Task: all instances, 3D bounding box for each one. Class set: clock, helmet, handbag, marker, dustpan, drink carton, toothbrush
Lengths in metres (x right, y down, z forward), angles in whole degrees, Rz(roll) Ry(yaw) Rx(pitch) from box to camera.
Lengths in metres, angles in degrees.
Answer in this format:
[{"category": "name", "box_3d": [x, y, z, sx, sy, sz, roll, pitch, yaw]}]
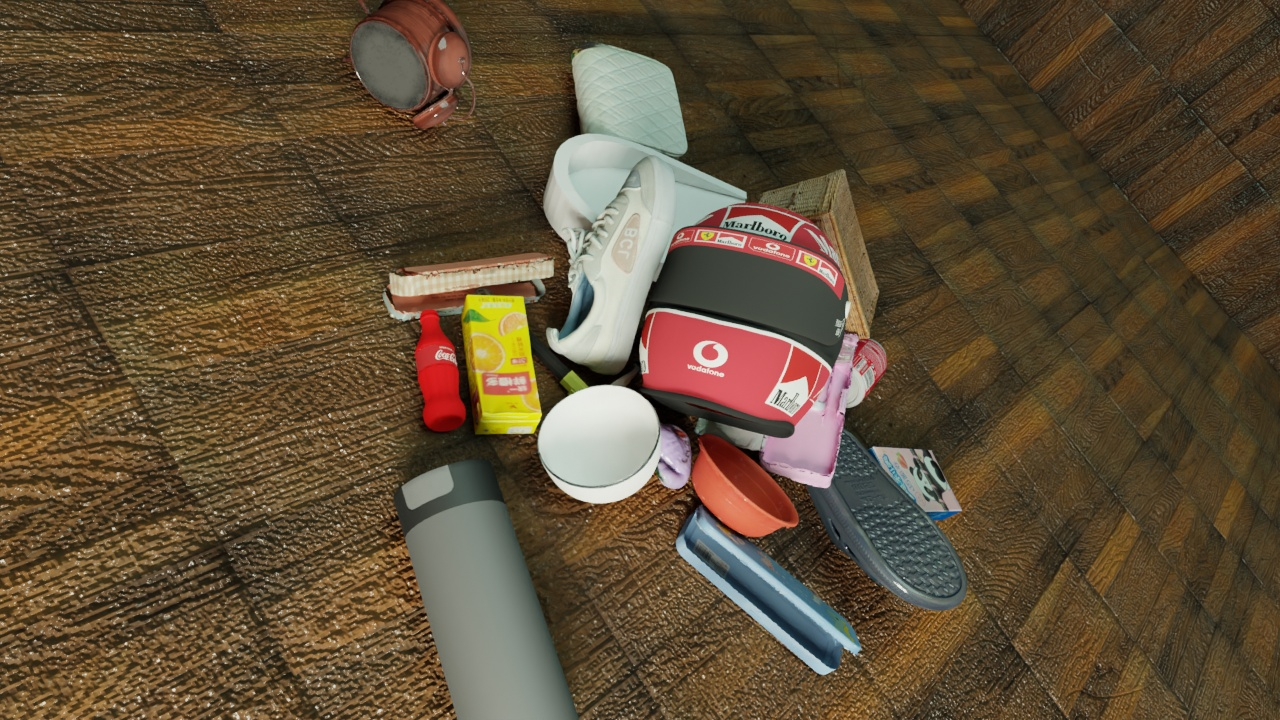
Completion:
[{"category": "clock", "box_3d": [-0.239, -0.322, 0.990, 0.157, 0.121, 0.072, 35, 48, 1]}, {"category": "helmet", "box_3d": [0.107, -0.047, 0.926, 0.198, 0.271, 0.224, 14, 84, 15]}, {"category": "handbag", "box_3d": [-0.021, -0.327, 1.215, 0.138, 0.073, 0.194, 10, 52, -24]}, {"category": "marker", "box_3d": [-0.085, 0.008, 0.924, 0.124, 0.018, 0.021, 45, 40, 2]}, {"category": "dustpan", "box_3d": [0.017, -0.182, 1.087, 0.257, 0.053, 0.191, 13, 50, -12]}, {"category": "drink carton", "box_3d": [-0.133, 0.004, 0.863, 0.058, 0.043, 0.134, 0, 56, -21]}, {"category": "toothbrush", "box_3d": [-0.006, 0.006, 0.979, 0.017, 0.016, 0.188, 36, 32, 6]}]

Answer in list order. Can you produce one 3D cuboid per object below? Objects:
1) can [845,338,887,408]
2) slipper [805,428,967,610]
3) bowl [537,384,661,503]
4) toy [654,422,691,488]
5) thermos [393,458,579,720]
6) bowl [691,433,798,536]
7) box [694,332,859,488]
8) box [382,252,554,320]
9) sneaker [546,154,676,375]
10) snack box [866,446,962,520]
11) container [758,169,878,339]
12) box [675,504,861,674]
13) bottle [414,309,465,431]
[{"category": "can", "box_3d": [0.276, 0.014, 1.185, 0.064, 0.064, 0.104, 49, 41, 4]}, {"category": "slipper", "box_3d": [0.245, 0.181, 1.023, 0.110, 0.083, 0.268, -2, 41, -29]}, {"category": "bowl", "box_3d": [-0.034, 0.085, 0.851, 0.113, 0.063, 0.113, -5, 51, 6]}, {"category": "toy", "box_3d": [0.011, 0.086, 0.926, 0.099, 0.037, 0.080, 25, 45, -25]}, {"category": "thermos", "box_3d": [-0.116, 0.196, 0.693, 0.082, 0.082, 0.240, -2, 59, -41]}, {"category": "bowl", "box_3d": [0.097, 0.134, 0.930, 0.130, 0.045, 0.130, 37, 14, -11]}, {"category": "box", "box_3d": [0.161, 0.034, 1.068, 0.159, 0.035, 0.229, 16, 47, 7]}, {"category": "box", "box_3d": [-0.170, -0.072, 0.913, 0.187, 0.064, 0.056, -12, 30, -42]}, {"category": "sneaker", "box_3d": [-0.034, -0.111, 0.952, 0.090, 0.090, 0.242, 21, 79, -25]}, {"category": "snack box", "box_3d": [0.330, 0.153, 1.126, 0.154, 0.033, 0.088, 9, 52, -45]}, {"category": "container", "box_3d": [0.219, -0.124, 1.156, 0.198, 0.113, 0.113, 67, 30, -29]}, {"category": "box", "box_3d": [0.134, 0.217, 0.905, 0.210, 0.059, 0.068, 42, 37, -5]}, {"category": "bottle", "box_3d": [-0.184, 0.005, 0.829, 0.036, 0.036, 0.119, 8, 52, -35]}]
